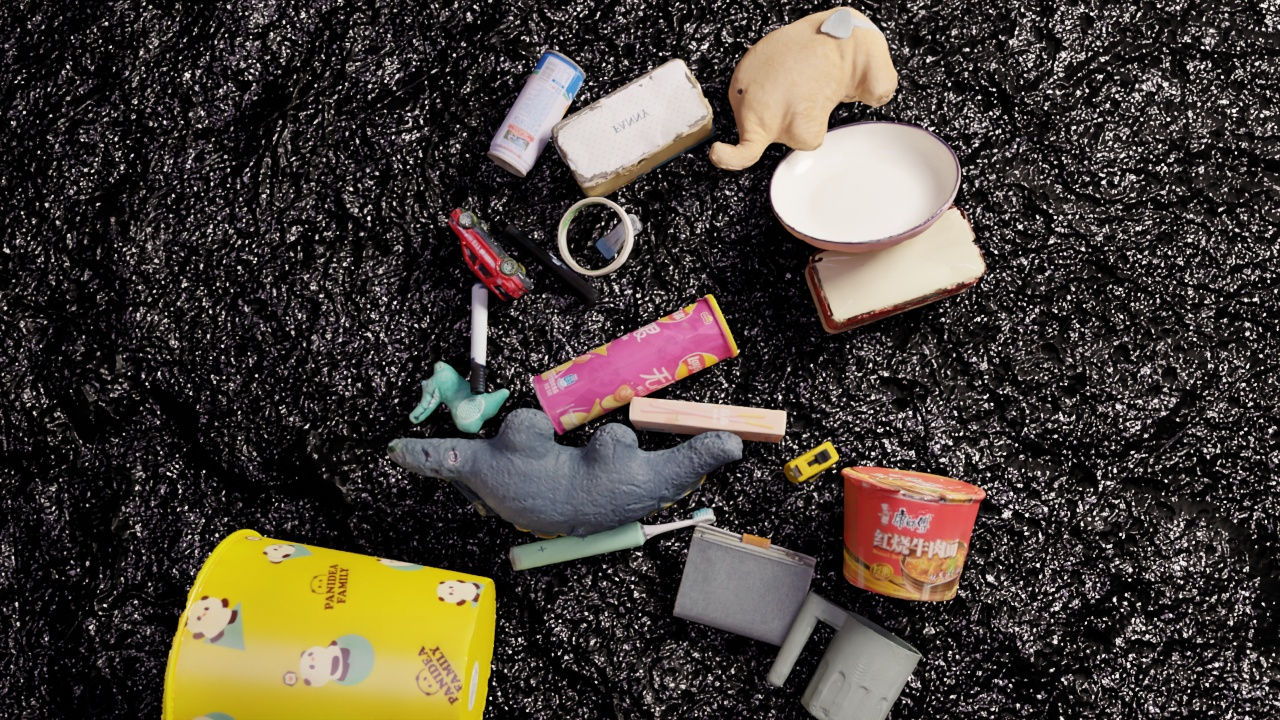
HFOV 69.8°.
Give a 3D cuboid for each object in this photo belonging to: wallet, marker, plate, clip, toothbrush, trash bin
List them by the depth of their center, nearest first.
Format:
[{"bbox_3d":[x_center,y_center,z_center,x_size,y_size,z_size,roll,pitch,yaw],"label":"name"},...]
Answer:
[{"bbox_3d":[-0.284,0.294,0.901,0.255,0.230,0.229,6,84,0],"label":"trash bin"},{"bbox_3d":[0.232,-0.176,0.957,0.192,0.039,0.192,-10,48,11],"label":"plate"},{"bbox_3d":[0.109,0.233,0.959,0.130,0.037,0.106,15,96,7],"label":"wallet"},{"bbox_3d":[-0.030,0.190,0.980,0.224,0.026,0.027,-12,40,4],"label":"toothbrush"},{"bbox_3d":[-0.178,-0.026,1.007,0.018,0.023,0.130,-3,72,1],"label":"marker"},{"bbox_3d":[-0.023,-0.138,1.021,0.057,0.029,0.024,-39,77,6],"label":"clip"},{"bbox_3d":[-0.100,-0.106,1.023,0.132,0.020,0.022,39,104,8],"label":"marker"}]

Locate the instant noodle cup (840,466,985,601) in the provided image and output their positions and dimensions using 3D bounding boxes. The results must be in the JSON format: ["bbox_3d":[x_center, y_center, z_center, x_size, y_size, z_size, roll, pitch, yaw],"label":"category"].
[{"bbox_3d":[0.262,0.170,0.910,0.138,0.138,0.108,6,93,6],"label":"instant noodle cup"}]

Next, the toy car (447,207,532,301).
[{"bbox_3d":[-0.170,-0.116,1.013,0.045,0.053,0.120,-39,83,2],"label":"toy car"}]

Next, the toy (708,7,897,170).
[{"bbox_3d":[0.160,-0.290,0.991,0.226,0.082,0.143,-33,65,4],"label":"toy"}]

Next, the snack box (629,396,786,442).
[{"bbox_3d":[0.070,0.063,0.956,0.157,0.084,0.026,5,80,5],"label":"snack box"}]

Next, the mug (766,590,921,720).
[{"bbox_3d":[0.201,0.307,0.919,0.124,0.083,0.103,28,89,8],"label":"mug"}]

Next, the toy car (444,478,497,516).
[{"bbox_3d":[-0.180,0.129,0.996,0.090,0.034,0.043,45,84,-6],"label":"toy car"}]

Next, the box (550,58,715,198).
[{"bbox_3d":[-0.002,-0.257,1.014,0.184,0.059,0.089,-26,83,0],"label":"box"}]

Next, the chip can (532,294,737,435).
[{"bbox_3d":[-0.006,0.006,0.976,0.210,0.071,0.071,-25,82,2],"label":"chip can"}]

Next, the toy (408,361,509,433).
[{"bbox_3d":[-0.206,0.044,1.010,0.092,0.030,0.096,41,83,12],"label":"toy"}]

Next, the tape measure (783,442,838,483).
[{"bbox_3d":[0.179,0.109,0.955,0.057,0.060,0.029,-29,82,-4],"label":"tape measure"}]

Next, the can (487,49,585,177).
[{"bbox_3d":[-0.117,-0.275,1.026,0.053,0.053,0.134,30,87,7],"label":"can"}]

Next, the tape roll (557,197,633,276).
[{"bbox_3d":[-0.050,-0.136,1.014,0.086,0.014,0.086,0,91,19],"label":"tape roll"}]

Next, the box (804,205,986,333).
[{"bbox_3d":[0.266,-0.094,0.961,0.168,0.077,0.091,-19,82,3],"label":"box"}]

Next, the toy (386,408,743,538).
[{"bbox_3d":[-0.077,0.120,0.943,0.356,0.091,0.138,2,128,1],"label":"toy"}]
